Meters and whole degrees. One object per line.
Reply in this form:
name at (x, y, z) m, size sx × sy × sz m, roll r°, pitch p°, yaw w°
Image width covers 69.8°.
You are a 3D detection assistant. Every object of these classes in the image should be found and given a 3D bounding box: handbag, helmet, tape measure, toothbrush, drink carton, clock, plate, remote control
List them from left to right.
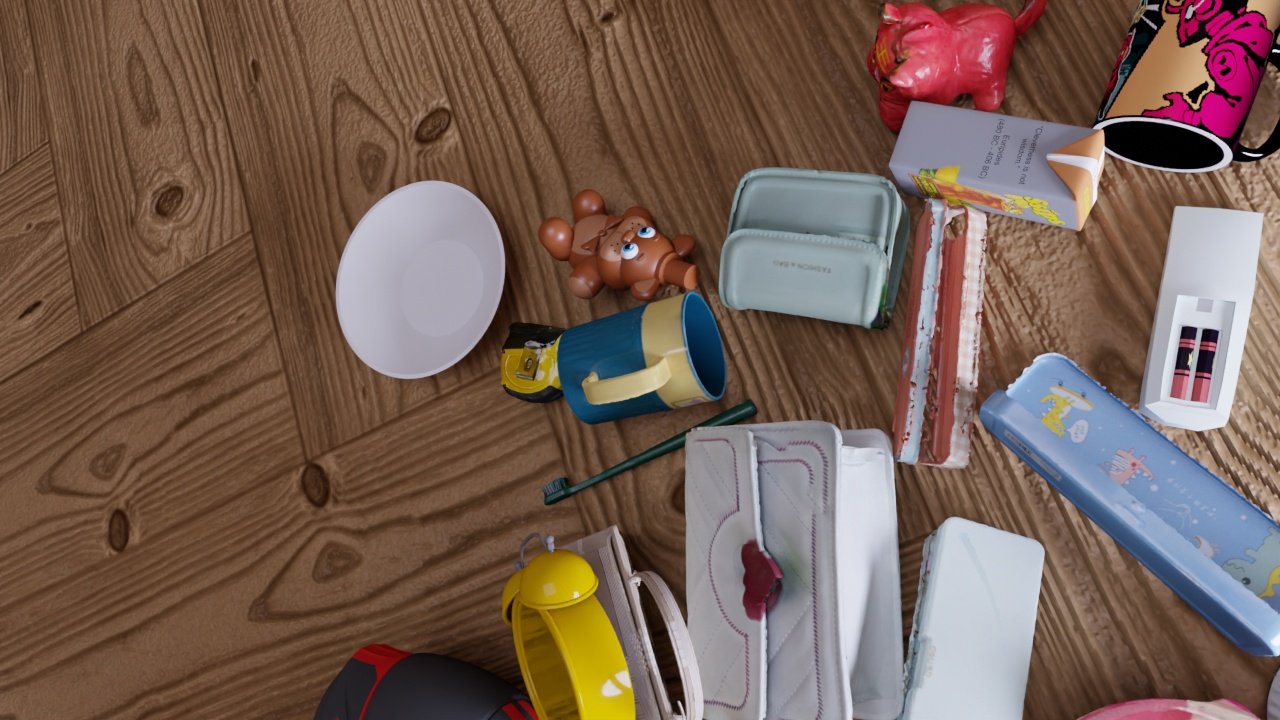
plate at (-0.186, -0.068, 0.807) m, size 0.174 × 0.036 × 0.174 m, roll -4°, pitch 80°, yaw 22°
helmet at (-0.124, 0.329, 0.647) m, size 0.170 × 0.164 × 0.264 m, roll -13°, pitch 76°, yaw 21°
tape measure at (-0.084, 0.003, 0.752) m, size 0.066 × 0.037 × 0.064 m, roll 9°, pitch 85°, yaw 24°
clock at (-0.050, 0.189, 0.607) m, size 0.052 × 0.114 × 0.152 m, roll -14°, pitch 74°, yaw -26°
handbag at (0.000, 0.192, 0.604) m, size 0.062 × 0.198 × 0.175 m, roll -12°, pitch 74°, yaw -17°
toothbrush at (0.003, 0.072, 0.717) m, size 0.190 × 0.016 × 0.017 m, roll -26°, pitch 71°, yaw 17°
handbag at (0.092, 0.141, 0.619) m, size 0.142 × 0.096 × 0.198 m, roll -9°, pitch 79°, yaw 39°
handbag at (0.126, -0.081, 0.662) m, size 0.122 × 0.067 × 0.106 m, roll 10°, pitch 87°, yaw 24°
drink carton at (0.241, -0.132, 0.618) m, size 0.125 × 0.076 × 0.048 m, roll 19°, pitch 89°, yaw 28°
remote control at (0.354, -0.028, 0.580) m, size 0.050 × 0.024 × 0.143 m, roll 10°, pitch 86°, yaw 24°

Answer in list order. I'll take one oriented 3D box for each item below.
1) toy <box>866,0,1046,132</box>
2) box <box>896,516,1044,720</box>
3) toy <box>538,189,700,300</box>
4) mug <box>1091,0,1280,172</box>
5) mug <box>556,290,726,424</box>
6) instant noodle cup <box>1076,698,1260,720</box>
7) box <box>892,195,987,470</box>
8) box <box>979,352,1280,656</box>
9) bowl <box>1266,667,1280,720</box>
toy at (0.219, -0.220, 0.630) m, size 0.133 × 0.094 × 0.088 m, roll -27°, pitch 72°, yaw 15°
box at (0.201, 0.198, 0.563) m, size 0.083 × 0.066 × 0.198 m, roll 2°, pitch 59°, yaw 30°
toy at (-0.013, -0.086, 0.712) m, size 0.128 × 0.065 × 0.094 m, roll 23°, pitch 64°, yaw 37°
mug at (0.360, -0.174, 0.578) m, size 0.118 × 0.082 × 0.098 m, roll 21°, pitch 90°, yaw -3°
mug at (-0.004, 0.004, 0.678) m, size 0.107 × 0.113 × 0.083 m, roll -12°, pitch 102°, yaw 22°
instant noodle cup at (0.307, 0.278, 0.523) m, size 0.179 × 0.077 × 0.178 m, roll -3°, pitch 82°, yaw 22°
box at (0.195, -0.021, 0.631) m, size 0.058 × 0.062 × 0.188 m, roll 167°, pitch 111°, yaw -66°
box at (0.309, 0.080, 0.556) m, size 0.078 × 0.074 × 0.209 m, roll -47°, pitch 68°, yaw 5°
bowl at (0.416, 0.207, 0.496) m, size 0.118 × 0.062 × 0.118 m, roll -4°, pitch 80°, yaw 22°
